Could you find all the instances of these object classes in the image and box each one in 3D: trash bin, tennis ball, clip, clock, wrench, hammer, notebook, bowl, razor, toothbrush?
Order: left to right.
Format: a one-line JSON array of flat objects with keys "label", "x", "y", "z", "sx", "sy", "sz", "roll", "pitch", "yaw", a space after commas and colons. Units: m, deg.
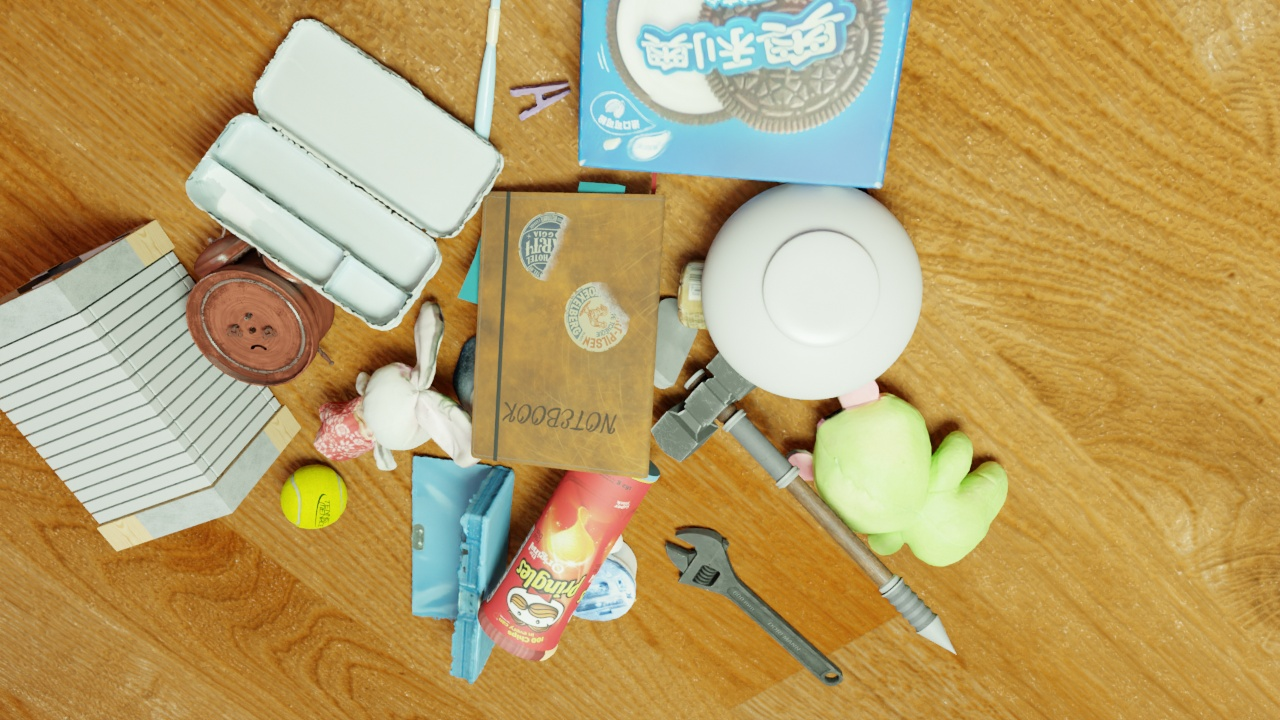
[{"label": "trash bin", "x": -0.475, "y": 0.025, "z": 0.864, "sx": 0.143, "sy": 0.142, "sz": 0.247, "roll": -19, "pitch": 115, "yaw": 17}, {"label": "clock", "x": -0.344, "y": -0.057, "z": 0.840, "sx": 0.120, "sy": 0.072, "sz": 0.158, "roll": 3, "pitch": 120, "yaw": 6}, {"label": "tennis ball", "x": -0.340, "y": 0.142, "z": 0.954, "sx": 0.065, "sy": 0.065, "sz": 0.065, "roll": 3, "pitch": 119, "yaw": 6}, {"label": "toothbrush", "x": -0.121, "y": -0.239, "z": 0.741, "sx": 0.016, "sy": 0.022, "sz": 0.155, "roll": 38, "pitch": 128, "yaw": 36}, {"label": "bowl", "x": -0.130, "y": 0.029, "z": 0.869, "sx": 0.110, "sy": 0.055, "sz": 0.110, "roll": 3, "pitch": 118, "yaw": 6}, {"label": "clip", "x": -0.082, "y": -0.211, "z": 0.754, "sx": 0.051, "sy": 0.014, "sz": 0.043, "roll": 10, "pitch": 120, "yaw": 5}, {"label": "notebook", "x": -0.071, "y": -0.033, "z": 0.781, "sx": 0.179, "sy": 0.014, "sz": 0.249, "roll": 5, "pitch": 94, "yaw": 19}, {"label": "clock", "x": -0.051, "y": 0.215, "z": 0.962, "sx": 0.089, "sy": 0.051, "sz": 0.125, "roll": -14, "pitch": 116, "yaw": 15}, {"label": "razor", "x": -0.005, "y": 0.005, "z": 0.837, "sx": 0.047, "sy": 0.088, "sz": 0.116, "roll": 39, "pitch": 136, "yaw": -14}, {"label": "wrench", "x": 0.128, "y": 0.270, "z": 0.989, "sx": 0.073, "sy": 0.018, "sz": 0.273, "roll": -38, "pitch": 109, "yaw": 24}, {"label": "bowl", "x": 0.137, "y": -0.055, "z": 0.716, "sx": 0.176, "sy": 0.066, "sz": 0.176, "roll": 0, "pitch": 93, "yaw": 2}, {"label": "hammer", "x": 0.157, "y": 0.131, "z": 0.807, "sx": 0.322, "sy": 0.042, "sz": 0.156, "roll": 47, "pitch": 127, "yaw": 11}]

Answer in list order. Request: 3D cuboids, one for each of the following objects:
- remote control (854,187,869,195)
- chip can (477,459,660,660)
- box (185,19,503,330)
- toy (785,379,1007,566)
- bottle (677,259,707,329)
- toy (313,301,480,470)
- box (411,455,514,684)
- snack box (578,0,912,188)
[{"label": "remote control", "x": 0.182, "y": -0.105, "z": 0.771, "sx": 0.047, "sy": 0.022, "sz": 0.150, "roll": -22, "pitch": 112, "yaw": 19}, {"label": "chip can", "x": -0.070, "y": 0.178, "z": 0.888, "sx": 0.087, "sy": 0.087, "sz": 0.213, "roll": 30, "pitch": 98, "yaw": -9}, {"label": "box", "x": -0.244, "y": -0.151, "z": 0.760, "sx": 0.209, "sy": 0.045, "sz": 0.191, "roll": 33, "pitch": 93, "yaw": -5}, {"label": "toy", "x": 0.238, "y": 0.115, "z": 0.842, "sx": 0.196, "sy": 0.107, "sz": 0.150, "roll": 24, "pitch": 123, "yaw": -14}, {"label": "bottle", "x": 0.117, "y": -0.052, "z": 0.780, "sx": 0.166, "sy": 0.059, "sz": 0.060, "roll": 5, "pitch": 119, "yaw": 11}, {"label": "toy", "x": -0.236, "y": 0.049, "z": 0.874, "sx": 0.195, "sy": 0.084, "sz": 0.159, "roll": -27, "pitch": 78, "yaw": 30}, {"label": "box", "x": -0.203, "y": 0.218, "z": 0.967, "sx": 0.111, "sy": 0.094, "sz": 0.232, "roll": 12, "pitch": 120, "yaw": 6}, {"label": "snack box", "x": 0.074, "y": -0.236, "z": 0.683, "sx": 0.239, "sy": 0.056, "sz": 0.196, "roll": 5, "pitch": 113, "yaw": 5}]
